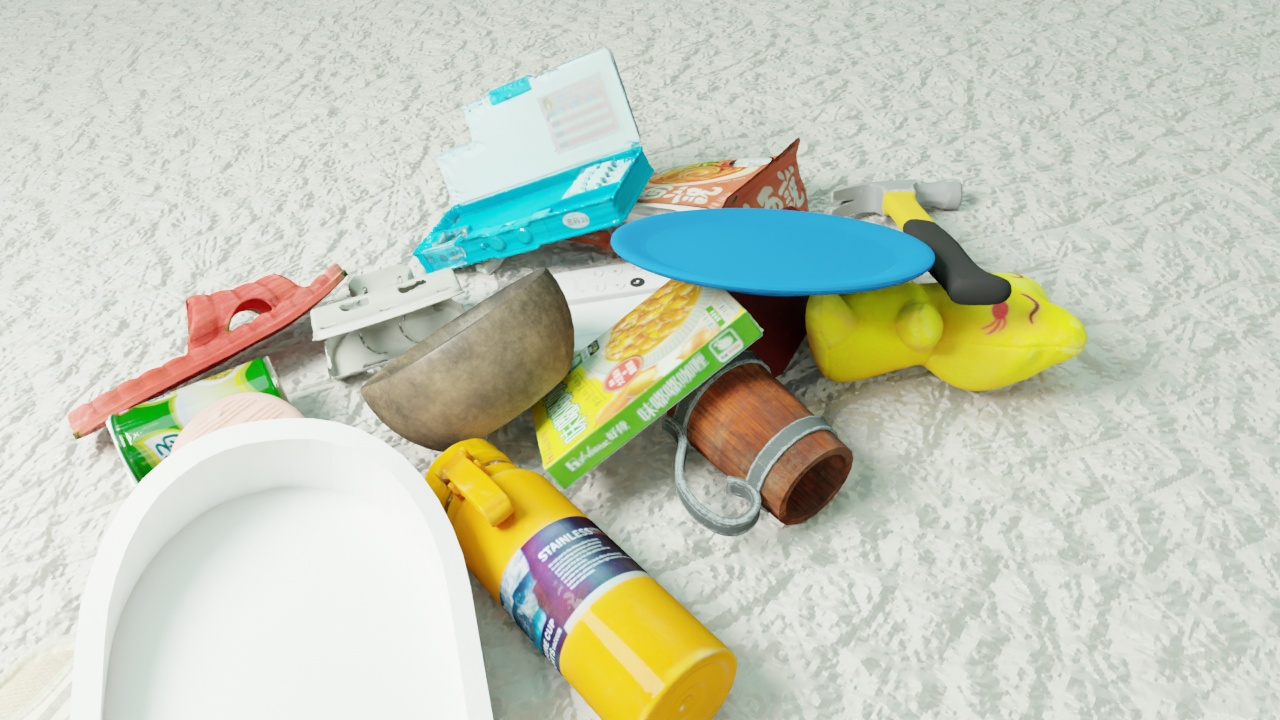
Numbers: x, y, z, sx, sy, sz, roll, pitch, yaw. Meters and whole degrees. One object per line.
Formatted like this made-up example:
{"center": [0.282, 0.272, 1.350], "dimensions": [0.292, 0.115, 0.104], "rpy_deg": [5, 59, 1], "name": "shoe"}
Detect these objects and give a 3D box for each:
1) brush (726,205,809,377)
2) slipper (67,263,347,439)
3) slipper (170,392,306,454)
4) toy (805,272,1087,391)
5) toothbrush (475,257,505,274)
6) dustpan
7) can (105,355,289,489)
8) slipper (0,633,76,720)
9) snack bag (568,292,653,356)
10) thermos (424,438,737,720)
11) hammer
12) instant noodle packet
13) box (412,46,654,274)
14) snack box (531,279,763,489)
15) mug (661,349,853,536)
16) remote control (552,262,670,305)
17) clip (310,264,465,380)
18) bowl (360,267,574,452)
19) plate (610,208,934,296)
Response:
{"center": [0.101, -0.053, 0.749], "dimensions": [0.042, 0.082, 0.172], "rpy_deg": [-21, 24, 46], "name": "brush"}
{"center": [-0.357, -0.025, 0.756], "dimensions": [0.248, 0.059, 0.104], "rpy_deg": [-36, 12, -26], "name": "slipper"}
{"center": [-0.229, 0.112, 0.608], "dimensions": [0.093, 0.082, 0.197], "rpy_deg": [-38, 74, -28], "name": "slipper"}
{"center": [0.219, -0.022, 0.690], "dimensions": [0.194, 0.087, 0.134], "rpy_deg": [3, 19, 6], "name": "toy"}
{"center": [-0.101, -0.139, 0.919], "dimensions": [0.017, 0.012, 0.186], "rpy_deg": [17, 46, 29], "name": "toothbrush"}
{"center": [-0.183, 0.142, 0.477], "dimensions": [0.191, 0.053, 0.257], "rpy_deg": [-3, 44, -21], "name": "dustpan"}
{"center": [-0.327, 0.049, 0.692], "dimensions": [0.120, 0.067, 0.067], "rpy_deg": [-24, 45, -20], "name": "can"}
{"center": [-0.269, 0.232, 0.492], "dimensions": [0.273, 0.054, 0.114], "rpy_deg": [24, 54, 27], "name": "slipper"}
{"center": [-0.035, -0.027, 0.780], "dimensions": [0.196, 0.016, 0.070], "rpy_deg": [-9, 44, -3], "name": "snack bag"}
{"center": [-0.048, 0.125, 0.553], "dimensions": [0.076, 0.092, 0.233], "rpy_deg": [-21, 42, -35], "name": "thermos"}
{"center": [0.230, -0.104, 0.748], "dimensions": [0.127, 0.029, 0.323], "rpy_deg": [0, 22, 5], "name": "hammer"}
{"center": [0.028, -0.147, 0.881], "dimensions": [0.221, 0.084, 0.163], "rpy_deg": [8, 36, 33], "name": "instant noodle packet"}
{"center": [-0.101, -0.169, 0.846], "dimensions": [0.228, 0.086, 0.168], "rpy_deg": [-10, 71, 31], "name": "box"}
{"center": [-0.004, 0.004, 0.651], "dimensions": [0.168, 0.027, 0.132], "rpy_deg": [-39, 24, 5], "name": "snack box"}
{"center": [0.068, 0.060, 0.624], "dimensions": [0.117, 0.082, 0.111], "rpy_deg": [-28, 49, -23], "name": "mug"}
{"center": [-0.023, -0.070, 0.829], "dimensions": [0.136, 0.013, 0.043], "rpy_deg": [-8, 41, -2], "name": "remote control"}
{"center": [-0.212, -0.030, 0.788], "dimensions": [0.126, 0.105, 0.152], "rpy_deg": [-17, 10, -13], "name": "clip"}
{"center": [-0.117, 0.005, 0.671], "dimensions": [0.162, 0.070, 0.162], "rpy_deg": [-31, 12, 7], "name": "bowl"}
{"center": [0.091, -0.073, 0.652], "dimensions": [0.224, 0.024, 0.224], "rpy_deg": [1, 21, -1], "name": "plate"}
